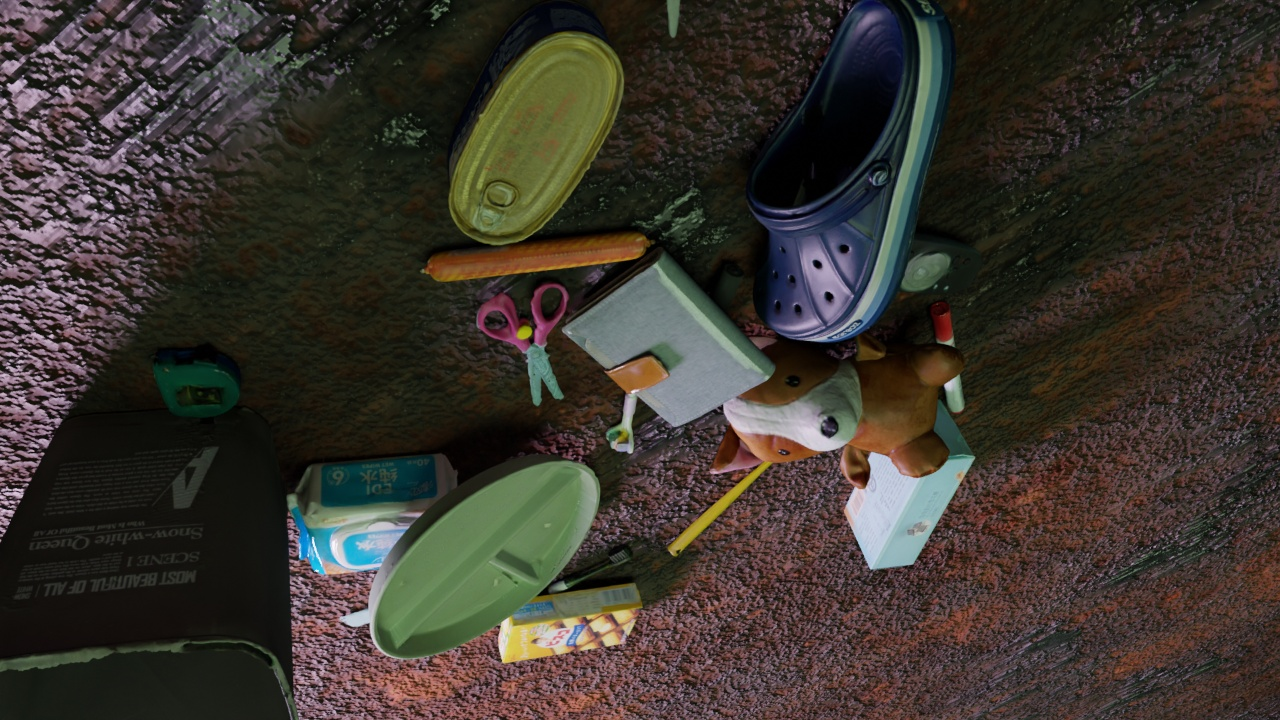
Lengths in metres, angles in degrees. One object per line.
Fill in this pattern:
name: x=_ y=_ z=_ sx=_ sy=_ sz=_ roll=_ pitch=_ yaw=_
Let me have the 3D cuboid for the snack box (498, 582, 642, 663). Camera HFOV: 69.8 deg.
snack box: x=-0.075 y=0.275 z=0.962 sx=0.140 sy=0.033 sz=0.087 roll=-1 pitch=139 yaw=-19

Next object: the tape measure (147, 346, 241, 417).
tape measure: x=-0.314 y=0.017 z=0.653 sx=0.054 sy=0.025 sz=0.058 roll=-4 pitch=135 yaw=-11

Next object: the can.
can: x=-0.067 y=-0.140 z=0.551 sx=0.074 sy=0.049 sz=0.148 roll=17 pitch=127 yaw=-29

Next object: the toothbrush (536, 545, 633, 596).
toothbrush: x=-0.091 y=0.234 z=0.942 sx=0.186 sy=0.012 sz=0.017 roll=-28 pitch=129 yaw=11

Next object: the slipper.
slipper: x=0.122 y=-0.110 z=0.596 sx=0.095 sy=0.105 sz=0.253 roll=-5 pitch=133 yaw=-22

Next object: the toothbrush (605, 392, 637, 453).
toothbrush: x=-0.004 y=0.004 z=0.735 sx=0.020 sy=0.029 sz=0.190 roll=-40 pitch=152 yaw=-42

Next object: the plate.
plate: x=-0.132 y=0.167 z=0.791 sx=0.229 sy=0.027 sz=0.231 roll=-32 pitch=147 yaw=-24

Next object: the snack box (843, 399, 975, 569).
snack box: x=0.256 y=0.122 z=0.888 sx=0.051 sy=0.074 sz=0.175 roll=-4 pitch=135 yaw=-14

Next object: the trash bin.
trash bin: x=-0.343 y=0.163 z=0.650 sx=0.199 sy=0.219 sz=0.199 roll=-3 pitch=135 yaw=-13

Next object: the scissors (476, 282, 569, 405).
scissors: x=-0.072 y=-0.011 z=0.706 sx=0.076 sy=0.017 sz=0.138 roll=-26 pitch=140 yaw=-3

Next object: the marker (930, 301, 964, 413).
marker: x=0.274 y=0.001 z=0.815 sx=0.017 sy=0.017 sz=0.145 roll=-23 pitch=136 yaw=6

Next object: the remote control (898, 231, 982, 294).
remote control: x=0.202 y=-0.078 z=0.710 sx=0.136 sy=0.024 sz=0.053 roll=5 pitch=131 yaw=-22

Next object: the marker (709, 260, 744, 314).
marker: x=0.049 y=-0.022 z=0.723 sx=0.020 sy=0.022 sz=0.132 roll=-1 pitch=135 yaw=-25

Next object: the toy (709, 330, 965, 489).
toy: x=0.157 y=0.040 z=0.750 sx=0.199 sy=0.130 sz=0.140 roll=4 pitch=101 yaw=-6

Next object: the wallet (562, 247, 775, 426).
wallet: x=0.019 y=-0.009 z=0.685 sx=0.107 sy=0.036 sz=0.129 roll=-33 pitch=117 yaw=29

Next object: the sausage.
sausage: x=-0.070 y=-0.073 z=0.637 sx=0.165 sy=0.021 sz=0.021 roll=-7 pitch=135 yaw=-9

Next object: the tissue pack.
tissue pack: x=-0.217 y=0.131 z=0.766 sx=0.140 sy=0.063 sz=0.090 roll=-4 pitch=136 yaw=-13

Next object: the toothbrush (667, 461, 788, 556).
toothbrush: x=0.090 y=0.135 z=0.894 sx=0.015 sy=0.016 sz=0.191 roll=23 pitch=124 yaw=-32

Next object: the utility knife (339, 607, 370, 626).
utility knife: x=-0.206 y=0.234 z=0.905 sx=0.185 sy=0.018 sz=0.034 roll=-16 pitch=121 yaw=1

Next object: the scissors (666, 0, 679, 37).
scissors: x=0.012 y=-0.255 z=0.470 sx=0.162 sy=0.012 sz=0.176 roll=-3 pitch=126 yaw=-22
